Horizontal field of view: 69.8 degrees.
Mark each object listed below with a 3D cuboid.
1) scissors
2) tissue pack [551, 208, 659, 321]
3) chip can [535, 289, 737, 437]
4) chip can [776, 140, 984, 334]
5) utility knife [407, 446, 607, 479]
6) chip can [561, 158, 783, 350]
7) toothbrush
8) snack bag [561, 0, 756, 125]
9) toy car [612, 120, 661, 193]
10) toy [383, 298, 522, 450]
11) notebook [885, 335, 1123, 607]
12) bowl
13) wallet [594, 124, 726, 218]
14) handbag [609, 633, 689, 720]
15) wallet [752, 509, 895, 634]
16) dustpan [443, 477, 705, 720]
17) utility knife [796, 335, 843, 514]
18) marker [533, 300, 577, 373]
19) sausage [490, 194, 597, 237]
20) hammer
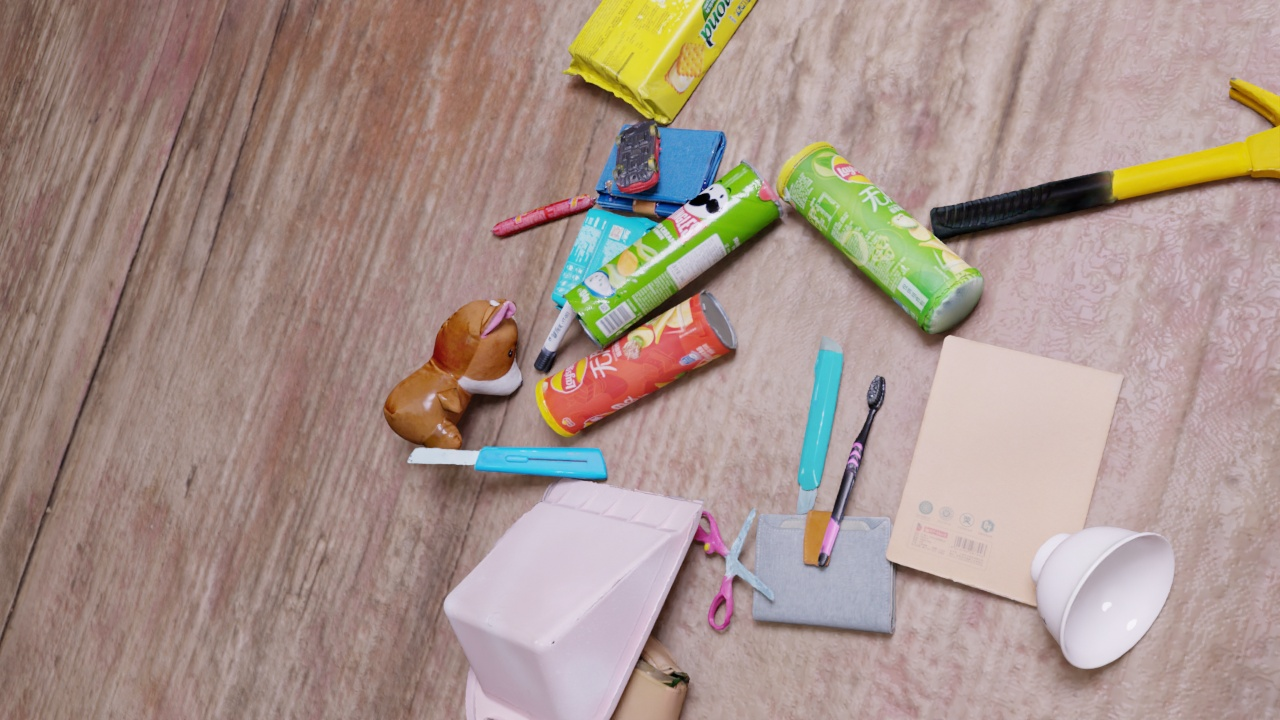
[{"bbox_3d":[0.084,0.198,0.890,0.133,0.017,0.134,34,111,49],"label":"scissors"},{"bbox_3d":[-0.035,-0.104,1.024,0.093,0.050,0.133,24,91,33],"label":"tissue pack"},{"bbox_3d":[-0.006,0.006,0.971,0.217,0.073,0.073,-28,66,20],"label":"chip can"},{"bbox_3d":[0.224,-0.117,0.866,0.073,0.072,0.221,-46,61,13],"label":"chip can"},{"bbox_3d":[-0.145,0.109,1.000,0.218,0.018,0.034,2,76,2],"label":"utility knife"},{"bbox_3d":[0.033,-0.108,0.942,0.236,0.072,0.072,-37,62,2],"label":"chip can"},{"bbox_3d":[0.194,0.099,0.845,0.014,0.018,0.189,11,73,35],"label":"toothbrush"},{"bbox_3d":[0.030,-0.399,1.047,0.158,0.068,0.246,41,99,30],"label":"snack bag"},{"bbox_3d":[-0.002,-0.223,1.000,0.049,0.031,0.106,-13,48,16],"label":"toy car"},{"bbox_3d":[-0.201,0.015,1.054,0.199,0.130,0.140,-63,23,-3],"label":"toy"},{"bbox_3d":[0.311,0.094,0.790,0.148,0.008,0.207,15,86,20],"label":"notebook"},{"bbox_3d":[0.348,0.172,0.718,0.118,0.118,0.065,-59,34,5],"label":"bowl"},{"bbox_3d":[0.022,-0.212,1.025,0.133,0.040,0.106,12,76,32],"label":"wallet"},{"bbox_3d":[-0.040,0.359,0.889,0.148,0.099,0.204,10,83,37],"label":"handbag"},{"bbox_3d":[0.168,0.192,0.847,0.130,0.037,0.106,-3,78,29],"label":"wallet"},{"bbox_3d":[-0.072,0.254,0.908,0.223,0.272,0.139,5,124,48],"label":"dustpan"},{"bbox_3d":[0.172,0.063,0.889,0.029,0.013,0.176,9,87,34],"label":"utility knife"},{"bbox_3d":[-0.090,-0.031,1.023,0.022,0.018,0.131,36,134,2],"label":"marker"},{"bbox_3d":[-0.118,-0.176,1.108,0.156,0.020,0.020,-13,72,27],"label":"sausage"},{"bbox_3d":[0.407,-0.151,0.792,0.301,0.032,0.128,-10,73,27],"label":"hammer"}]
